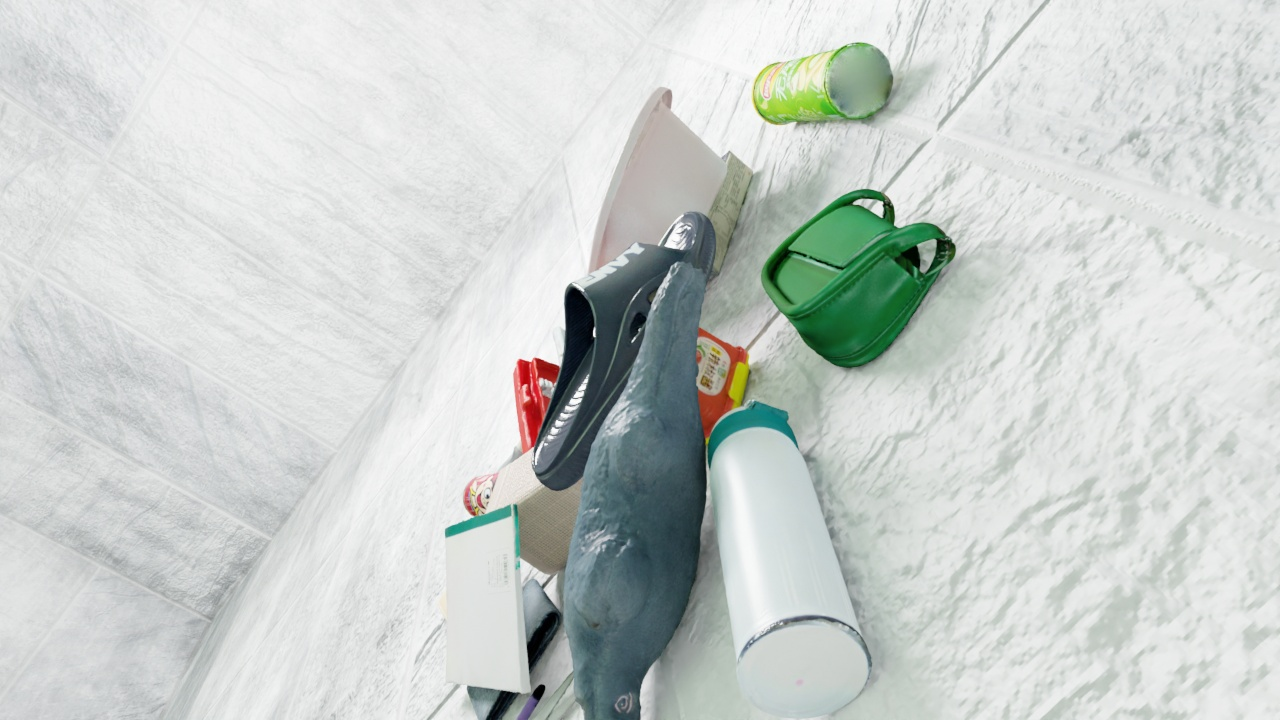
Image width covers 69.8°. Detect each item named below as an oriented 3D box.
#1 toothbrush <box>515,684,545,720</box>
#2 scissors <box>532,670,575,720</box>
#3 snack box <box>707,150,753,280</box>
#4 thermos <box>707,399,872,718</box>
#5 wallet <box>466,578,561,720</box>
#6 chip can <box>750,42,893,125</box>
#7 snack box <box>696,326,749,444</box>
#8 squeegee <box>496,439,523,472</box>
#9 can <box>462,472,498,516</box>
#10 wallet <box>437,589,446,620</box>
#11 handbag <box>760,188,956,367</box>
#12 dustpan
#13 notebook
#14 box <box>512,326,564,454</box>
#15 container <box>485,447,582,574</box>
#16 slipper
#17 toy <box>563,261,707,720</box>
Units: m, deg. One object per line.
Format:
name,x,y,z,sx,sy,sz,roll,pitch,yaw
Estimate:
toothbrush,-0.127,0.341,0.726,0.189,0.014,0.017,-57,26,-9
scissors,-0.104,0.303,0.711,0.129,0.012,0.173,-2,57,48
snack box,0.044,-0.139,1.098,0.183,0.046,0.177,-33,28,47
thermos,0.077,0.104,0.551,0.073,0.073,0.223,-48,19,20
wallet,-0.117,0.264,0.833,0.120,0.019,0.097,-58,16,-7
chip can,0.185,-0.287,0.964,0.072,0.072,0.221,-54,18,3
snack box,0.038,0.019,0.775,0.082,0.080,0.091,-36,26,46
squeegee,-0.130,0.104,1.117,0.247,0.039,0.245,-44,21,30
can,-0.153,0.153,1.049,0.133,0.053,0.053,-17,41,55
wallet,-0.190,0.243,1.048,0.115,0.024,0.087,-56,13,-8
handbag,0.155,-0.063,0.666,0.120,0.068,0.131,-43,19,12
dustpan,-0.018,-0.173,1.022,0.274,0.139,0.222,-26,35,52
notebook,-0.143,0.214,0.820,0.210,0.012,0.150,-29,62,59
box,-0.079,0.036,0.992,0.092,0.094,0.201,-64,22,22
container,-0.073,0.125,0.859,0.111,0.090,0.089,-39,23,32
slipper,-0.028,-0.024,0.758,0.267,0.083,0.111,-60,20,-10
toy,-0.001,0.116,0.632,0.138,0.091,0.355,105,174,-77
